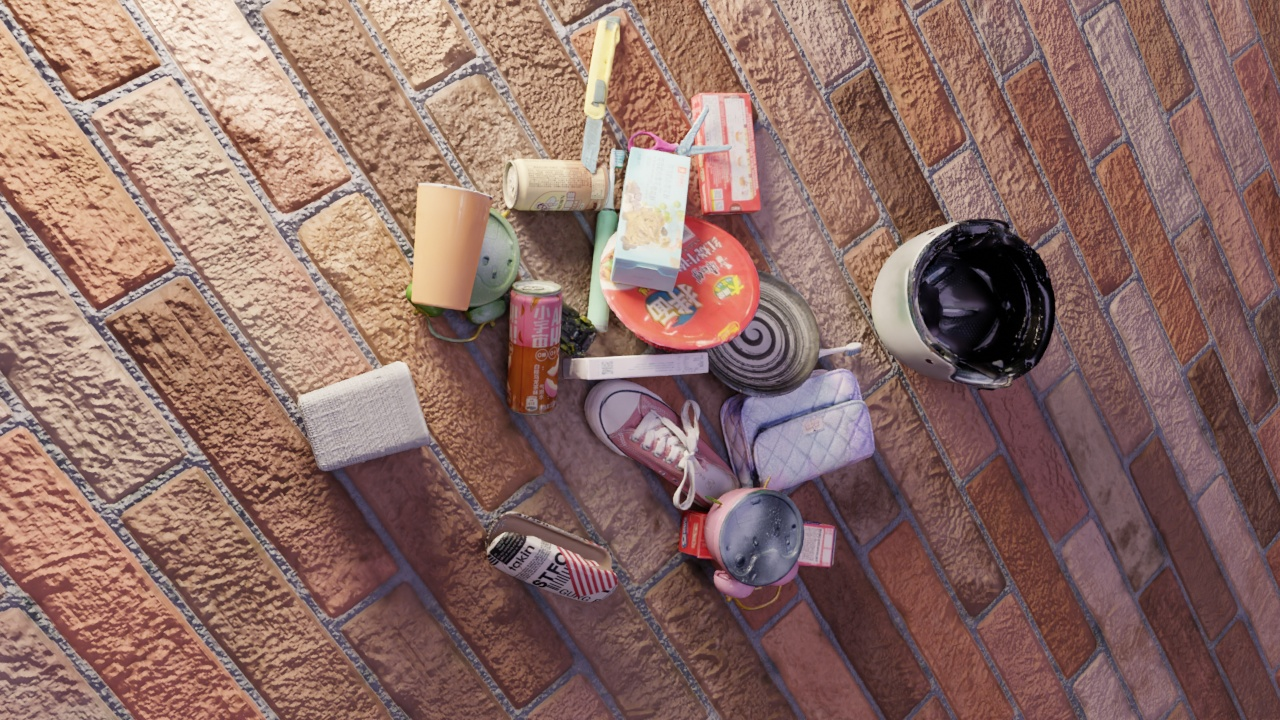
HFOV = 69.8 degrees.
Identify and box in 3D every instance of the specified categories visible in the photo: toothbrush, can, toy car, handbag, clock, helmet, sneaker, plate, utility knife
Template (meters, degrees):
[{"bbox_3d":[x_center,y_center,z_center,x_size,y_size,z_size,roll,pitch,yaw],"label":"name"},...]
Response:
[{"bbox_3d":[0.205,-0.005,1.226,0.220,0.026,0.026,-7,132,-24],"label":"toothbrush"},{"bbox_3d":[-0.042,-0.146,1.113,0.027,0.026,0.224,6,88,-10],"label":"toothbrush"},{"bbox_3d":[-0.097,-0.204,1.069,0.116,0.059,0.058,-3,92,-24],"label":"can"},{"bbox_3d":[-0.102,-0.047,1.084,0.105,0.032,0.048,34,82,-9],"label":"toy car"},{"bbox_3d":[0.207,0.091,1.200,0.193,0.076,0.134,-16,96,-23],"label":"handbag"},{"bbox_3d":[-0.200,-0.100,1.026,0.116,0.056,0.161,9,87,-23],"label":"clock"},{"bbox_3d":[0.420,-0.073,1.252,0.273,0.157,0.230,-1,89,-35],"label":"helmet"},{"bbox_3d":[0.039,0.107,1.118,0.241,0.088,0.118,41,75,-20],"label":"sneaker"},{"bbox_3d":[0.137,0.228,1.116,0.117,0.060,0.158,-13,97,-23],"label":"clock"},{"bbox_3d":[0.146,-0.034,1.179,0.179,0.024,0.179,6,66,-15],"label":"plate"},{"bbox_3d":[-0.049,-0.320,1.091,0.031,0.022,0.220,11,76,-11],"label":"utility knife"},{"bbox_3d":[-0.120,-0.014,1.040,0.057,0.058,0.147,-4,111,-24],"label":"can"}]

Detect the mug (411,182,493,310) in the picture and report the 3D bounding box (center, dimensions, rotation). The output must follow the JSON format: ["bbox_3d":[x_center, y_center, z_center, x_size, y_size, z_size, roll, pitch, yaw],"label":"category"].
[{"bbox_3d":[-0.201,-0.116,0.955,0.078,0.078,0.123,8,93,-24],"label":"mug"}]

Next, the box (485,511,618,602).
[{"bbox_3d":[-0.106,0.229,1.082,0.163,0.083,0.075,24,117,-24],"label":"box"}]

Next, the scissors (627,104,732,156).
[{"bbox_3d":[0.045,-0.262,1.142,0.130,0.017,0.133,27,96,-10],"label":"scissors"}]

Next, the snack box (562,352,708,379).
[{"bbox_3d":[-0.007,0.006,1.098,0.156,0.085,0.027,-2,90,-24],"label":"snack box"}]

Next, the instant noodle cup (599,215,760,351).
[{"bbox_3d":[0.043,-0.082,1.100,0.193,0.066,0.193,4,61,-8],"label":"instant noodle cup"}]

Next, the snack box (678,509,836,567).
[{"bbox_3d":[0.153,0.232,1.189,0.207,0.057,0.058,9,84,-24],"label":"snack box"}]

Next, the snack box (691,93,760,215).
[{"bbox_3d":[0.110,-0.265,1.180,0.075,0.025,0.153,-7,94,-24],"label":"snack box"}]

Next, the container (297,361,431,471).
[{"bbox_3d":[-0.294,0.060,0.969,0.114,0.090,0.090,-18,97,-20],"label":"container"}]

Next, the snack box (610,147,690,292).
[{"bbox_3d":[0.013,-0.167,1.074,0.074,0.052,0.174,9,60,-4],"label":"snack box"}]
